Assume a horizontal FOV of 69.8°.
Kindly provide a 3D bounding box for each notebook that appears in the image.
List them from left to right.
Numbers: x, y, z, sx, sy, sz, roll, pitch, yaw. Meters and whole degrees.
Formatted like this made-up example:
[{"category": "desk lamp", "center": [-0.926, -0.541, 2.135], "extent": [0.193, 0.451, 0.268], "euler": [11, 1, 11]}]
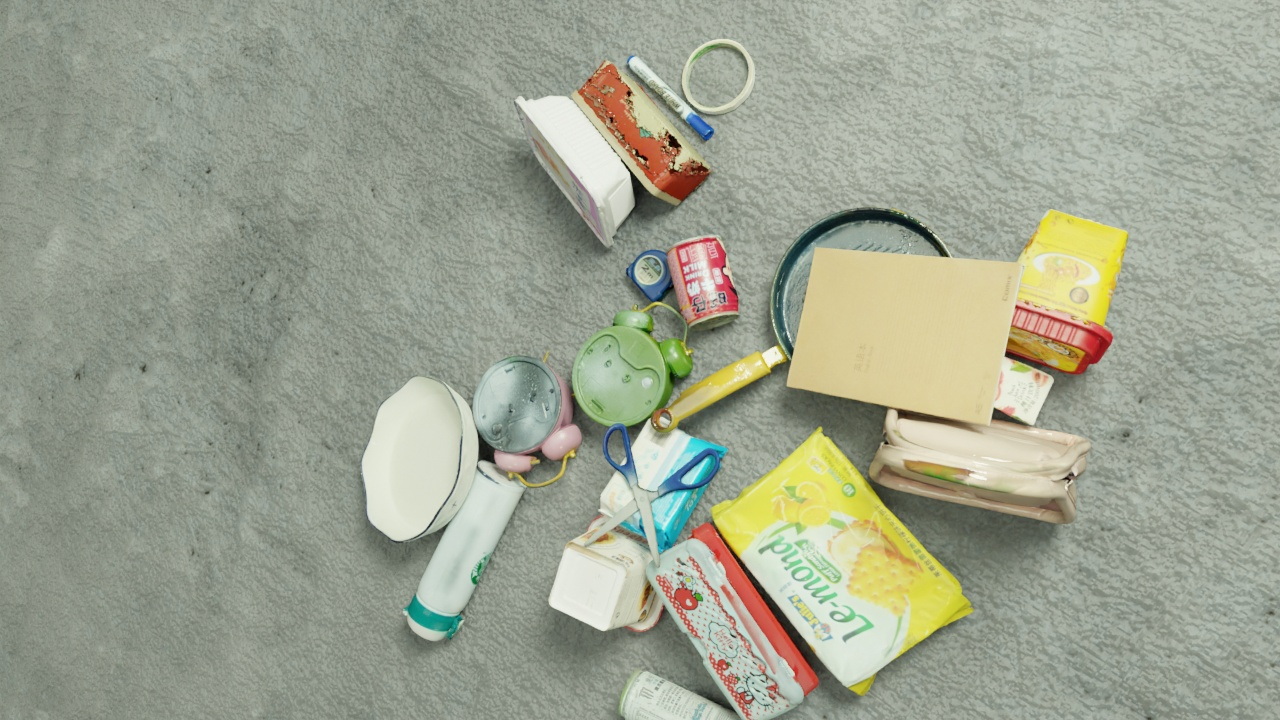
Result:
[{"category": "notebook", "center": [0.249, -0.029, 0.888], "extent": [0.212, 0.012, 0.149], "euler": [11, 88, 39]}]

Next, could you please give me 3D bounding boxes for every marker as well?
[{"category": "marker", "center": [0.034, -0.313, 1.088], "extent": [0.017, 0.017, 0.146], "euler": [-46, 72, 13]}]

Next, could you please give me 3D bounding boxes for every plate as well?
[{"category": "plate", "center": [-0.271, 0.122, 1.133], "extent": [0.205, 0.045, 0.204], "euler": [-14, 69, 40]}]

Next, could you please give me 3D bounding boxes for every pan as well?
[{"category": "pan", "center": [0.168, -0.021, 0.980], "extent": [0.358, 0.078, 0.197], "euler": [-34, 74, 16]}]

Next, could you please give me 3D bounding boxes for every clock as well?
[{"category": "clock", "center": [-0.132, 0.074, 1.098], "extent": [0.117, 0.059, 0.158], "euler": [-21, 72, 15]}, {"category": "clock", "center": [-0.006, 0.006, 1.061], "extent": [0.116, 0.056, 0.161], "euler": [40, 101, 19]}]

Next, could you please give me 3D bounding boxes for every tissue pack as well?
[{"category": "tissue pack", "center": [0.025, 0.135, 1.019], "extent": [0.090, 0.063, 0.139], "euler": [25, 69, 22]}]

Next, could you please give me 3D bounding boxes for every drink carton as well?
[{"category": "drink carton", "center": [0.335, 0.015, 0.905], "extent": [0.122, 0.045, 0.053], "euler": [23, 94, -6]}]

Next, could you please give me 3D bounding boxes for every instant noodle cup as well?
[{"category": "instant noodle cup", "center": [-0.069, -0.231, 1.071], "extent": [0.060, 0.138, 0.173], "euler": [-37, 73, -7]}, {"category": "instant noodle cup", "center": [-0.034, 0.241, 1.018], "extent": [0.116, 0.124, 0.116], "euler": [19, 94, 22]}, {"category": "instant noodle cup", "center": [0.401, -0.067, 0.878], "extent": [0.116, 0.116, 0.123], "euler": [23, 83, 22]}]

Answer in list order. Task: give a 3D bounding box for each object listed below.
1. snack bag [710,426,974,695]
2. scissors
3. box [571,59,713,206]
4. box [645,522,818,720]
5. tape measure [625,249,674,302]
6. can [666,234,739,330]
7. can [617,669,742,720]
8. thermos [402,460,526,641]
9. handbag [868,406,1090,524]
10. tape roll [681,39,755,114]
[{"category": "snack bag", "center": [0.205, 0.203, 0.955], "extent": [0.158, 0.068, 0.246], "euler": [-43, 72, 13]}, {"category": "scissors", "center": [0.004, 0.135, 0.978], "extent": [0.173, 0.012, 0.162], "euler": [-35, 62, -7]}, {"category": "box", "center": [0.007, -0.267, 1.055], "extent": [0.077, 0.091, 0.168], "euler": [-43, 72, 17]}, {"category": "box", "center": [0.090, 0.277, 0.958], "extent": [0.098, 0.095, 0.201], "euler": [-34, 85, -2]}, {"category": "tape measure", "center": [0.017, -0.102, 1.075], "extent": [0.054, 0.025, 0.058], "euler": [-44, 76, 12]}, {"category": "can", "center": [0.071, -0.086, 1.030], "extent": [0.067, 0.066, 0.093], "euler": [-17, 80, 20]}, {"category": "can", "center": [0.051, 0.395, 1.009], "extent": [0.147, 0.058, 0.058], "euler": [18, 93, 22]}, {"category": "thermos", "center": [-0.215, 0.237, 1.124], "extent": [0.073, 0.073, 0.224], "euler": [30, 98, 21]}, {"category": "handbag", "center": [0.303, 0.093, 0.833], "extent": [0.193, 0.234, 0.093], "euler": [10, 89, 22]}, {"category": "tape roll", "center": [0.090, -0.330, 1.068], "extent": [0.086, 0.014, 0.085], "euler": [-2, 86, 22]}]
